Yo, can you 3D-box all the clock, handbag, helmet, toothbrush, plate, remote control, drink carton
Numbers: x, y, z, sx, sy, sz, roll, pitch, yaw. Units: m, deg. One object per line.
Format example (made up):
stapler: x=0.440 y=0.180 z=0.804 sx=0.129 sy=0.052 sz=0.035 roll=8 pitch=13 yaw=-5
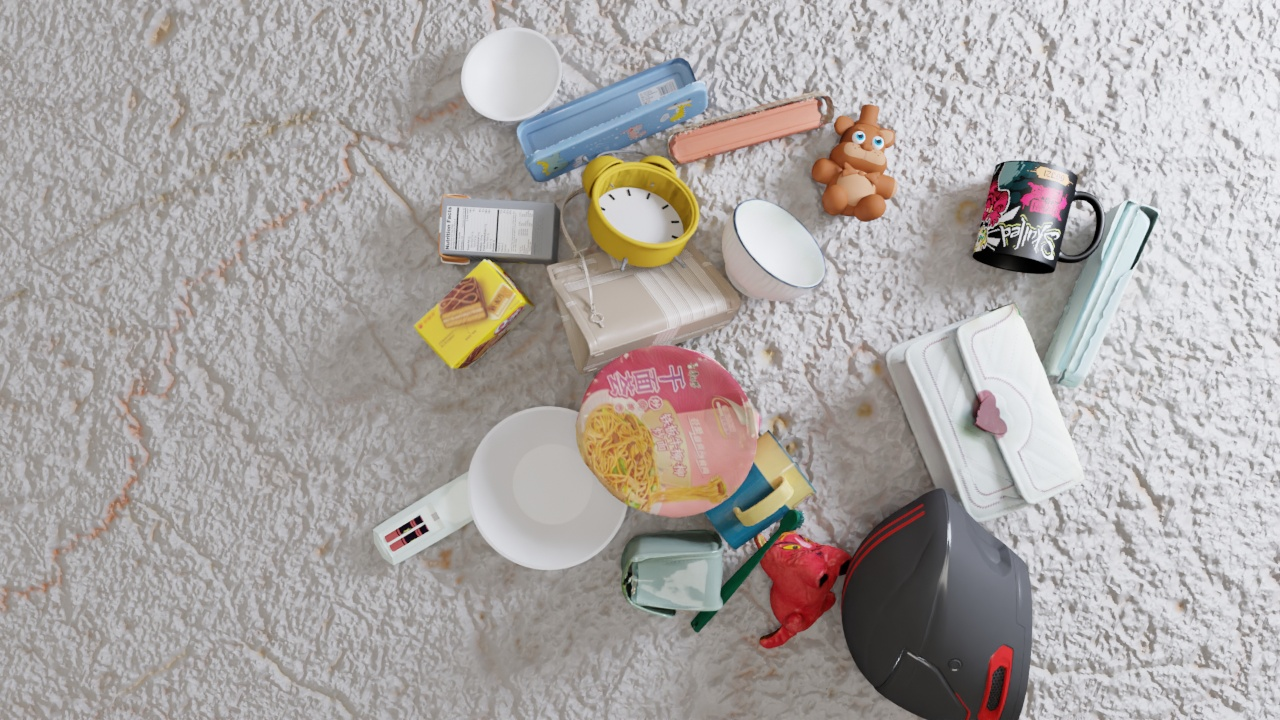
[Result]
clock: x=-0.002 y=-0.164 z=0.963 sx=0.113 sy=0.052 sz=0.151 roll=-5 pitch=60 yaw=-20
handbag: x=-0.018 y=-0.105 z=0.978 sx=0.175 sy=0.062 sz=0.198 roll=-19 pitch=71 yaw=-22
helmet: x=0.286 y=0.250 z=0.910 sx=0.170 sy=0.163 sz=0.265 roll=4 pitch=115 yaw=10
toothbrush: x=0.111 y=0.222 z=0.962 sx=0.190 sy=0.017 sz=0.016 roll=-54 pitch=48 yaw=25
handbag: x=0.359 y=0.054 z=0.950 sx=0.142 sy=0.096 sz=0.198 roll=-22 pitch=86 yaw=1
plate: x=-0.098 y=0.136 z=0.998 sx=0.174 sy=0.036 sz=0.174 roll=0 pitch=89 yaw=2
handbag: x=0.032 y=0.219 z=0.950 sx=0.106 sy=0.122 sz=0.067 roll=-1 pitch=90 yaw=-1
remote control: x=-0.227 y=0.173 z=1.009 sx=0.143 sy=0.024 sz=0.049 roll=-31 pitch=88 yaw=1
drink carton: x=-0.154 y=-0.141 z=0.999 sx=0.125 sy=0.048 sz=0.076 roll=3 pitch=89 yaw=3

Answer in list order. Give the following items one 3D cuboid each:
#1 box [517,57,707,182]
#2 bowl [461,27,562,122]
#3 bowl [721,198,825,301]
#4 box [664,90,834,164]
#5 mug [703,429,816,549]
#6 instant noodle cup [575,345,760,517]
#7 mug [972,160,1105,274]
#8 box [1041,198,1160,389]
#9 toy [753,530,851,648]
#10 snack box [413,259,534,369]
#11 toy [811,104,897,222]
box: x=-0.036 y=-0.268 z=0.988 sx=0.209 sy=0.078 sz=0.074 roll=-23 pitch=83 yaw=1
bowl: x=-0.136 y=-0.303 z=1.002 sx=0.110 sy=0.040 sz=0.109 roll=-1 pitch=78 yaw=6
bowl: x=0.130 y=-0.106 z=0.968 sx=0.118 sy=0.117 sz=0.062 roll=45 pitch=132 yaw=2
box: x=0.118 y=-0.252 z=1.002 sx=0.188 sy=0.062 sz=0.058 roll=-13 pitch=114 yaw=0
mug: x=0.118 y=0.138 z=0.950 sx=0.107 sy=0.113 sz=0.083 roll=-36 pitch=97 yaw=3
instant noodle cup: x=0.033 y=0.062 z=0.933 sx=0.179 sy=0.077 sz=0.179 roll=4 pitch=107 yaw=12
mug: x=0.418 y=-0.144 z=0.954 sx=0.118 sy=0.081 sz=0.098 roll=14 pitch=89 yaw=14
box: x=0.478 y=-0.068 z=0.954 sx=0.066 sy=0.083 sz=0.199 roll=25 pitch=90 yaw=-6
toy: x=0.157 y=0.242 z=0.982 sx=0.094 sy=0.088 sz=0.133 roll=33 pitch=112 yaw=34
snack box: x=-0.175 y=-0.047 z=0.981 sx=0.106 sy=0.083 sz=0.061 roll=-43 pitch=87 yaw=2
toy: x=0.235 y=-0.212 z=0.978 sx=0.095 sy=0.065 sz=0.127 roll=15 pitch=84 yaw=-4
